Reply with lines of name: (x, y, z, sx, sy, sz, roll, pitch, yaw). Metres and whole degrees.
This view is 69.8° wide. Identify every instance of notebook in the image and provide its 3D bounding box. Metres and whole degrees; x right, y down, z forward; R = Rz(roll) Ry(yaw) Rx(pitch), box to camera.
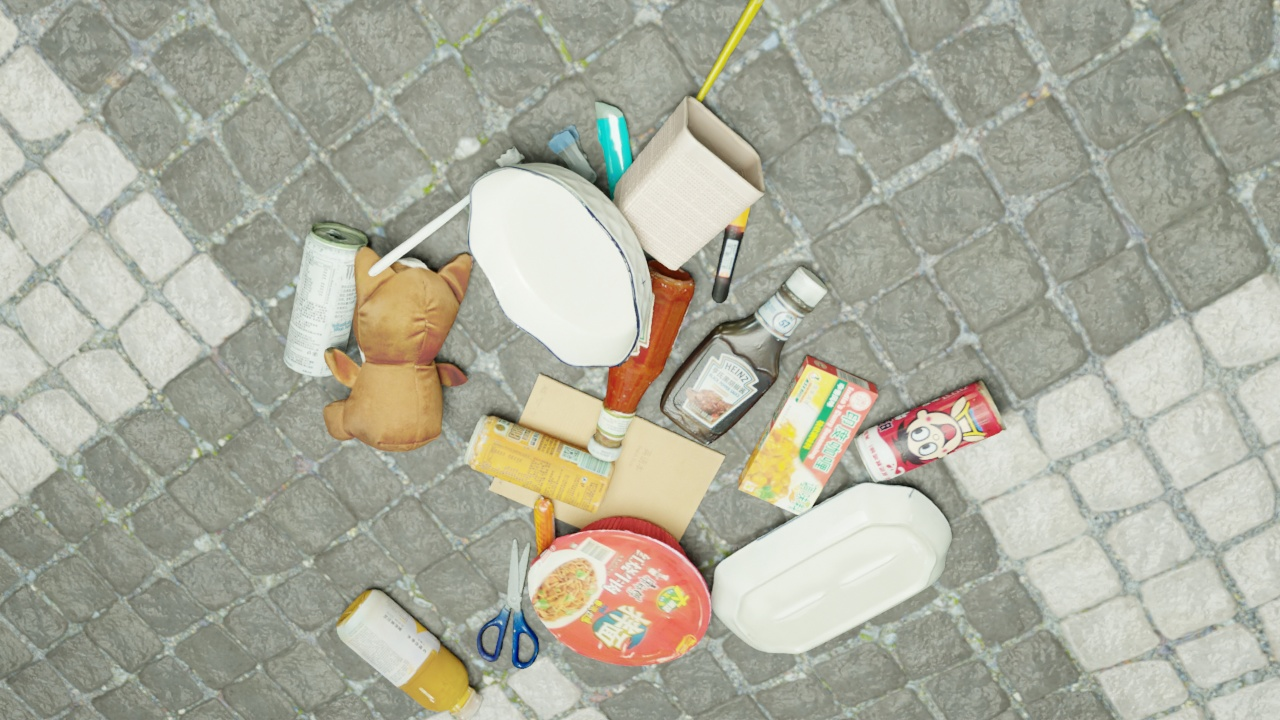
notebook: (-0.038, 0.118, 0.971, 0.211, 0.012, 0.150, 24, 112, -3)

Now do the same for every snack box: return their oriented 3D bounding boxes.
snack box: (0.165, 0.078, 0.920, 0.077, 0.027, 0.156, 23, 113, -4)

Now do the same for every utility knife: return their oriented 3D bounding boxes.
utility knife: (-0.019, -0.165, 0.856, 0.029, 0.012, 0.151, -4, 113, 11)

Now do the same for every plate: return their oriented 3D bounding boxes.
plate: (-0.071, -0.087, 0.826, 0.205, 0.045, 0.205, 29, 141, 26)
plate: (0.198, 0.230, 0.958, 0.266, 0.034, 0.162, -33, 114, 19)

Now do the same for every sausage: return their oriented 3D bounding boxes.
sausage: (-0.102, 0.214, 1.004, 0.021, 0.021, 0.165, 3, 119, 6)

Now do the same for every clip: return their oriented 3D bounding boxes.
clip: (-0.060, -0.187, 0.849, 0.027, 0.045, 0.058, -28, 111, 15)

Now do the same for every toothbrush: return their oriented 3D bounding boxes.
toothbrush: (-0.179, -0.137, 0.841, 0.180, 0.016, 0.016, -41, 93, -11)
toothbrush: (0.080, -0.269, 0.800, 0.016, 0.015, 0.190, 28, 112, -9)

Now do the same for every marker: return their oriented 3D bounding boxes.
marker: (0.086, -0.111, 0.863, 0.018, 0.015, 0.124, 11, 115, -2)

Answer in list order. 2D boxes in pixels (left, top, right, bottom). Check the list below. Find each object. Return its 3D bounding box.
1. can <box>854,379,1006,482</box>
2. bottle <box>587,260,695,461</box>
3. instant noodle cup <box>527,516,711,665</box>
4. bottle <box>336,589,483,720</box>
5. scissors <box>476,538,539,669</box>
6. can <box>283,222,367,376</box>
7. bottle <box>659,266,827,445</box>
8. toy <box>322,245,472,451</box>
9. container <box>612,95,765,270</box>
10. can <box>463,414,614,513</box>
can: (0.279, 0.070, 0.888, 0.133, 0.053, 0.053, -26, 106, 16)
bottle: (-0.005, 0.005, 0.895, 0.060, 0.059, 0.206, 20, 112, -1)
instant noodle cup: (-0.018, 0.235, 0.975, 0.194, 0.065, 0.194, 5, 122, 8)
bottle: (-0.261, 0.345, 1.058, 0.068, 0.067, 0.189, -41, 101, 19)
scissors: (-0.135, 0.283, 1.049, 0.125, 0.012, 0.174, 37, 110, -6)
can: (-0.312, -0.059, 0.910, 0.058, 0.058, 0.147, 19, 112, -1)
bottle: (0.102, -0.007, 0.886, 0.080, 0.044, 0.195, 37, 110, -9)
toy: (-0.237, -0.014, 0.898, 0.130, 0.139, 0.200, 32, 118, 40)
container: (0.037, -0.152, 0.804, 0.090, 0.089, 0.111, 34, 122, -21)
can: (-0.102, 0.105, 0.935, 0.146, 0.058, 0.058, 21, 112, -2)
